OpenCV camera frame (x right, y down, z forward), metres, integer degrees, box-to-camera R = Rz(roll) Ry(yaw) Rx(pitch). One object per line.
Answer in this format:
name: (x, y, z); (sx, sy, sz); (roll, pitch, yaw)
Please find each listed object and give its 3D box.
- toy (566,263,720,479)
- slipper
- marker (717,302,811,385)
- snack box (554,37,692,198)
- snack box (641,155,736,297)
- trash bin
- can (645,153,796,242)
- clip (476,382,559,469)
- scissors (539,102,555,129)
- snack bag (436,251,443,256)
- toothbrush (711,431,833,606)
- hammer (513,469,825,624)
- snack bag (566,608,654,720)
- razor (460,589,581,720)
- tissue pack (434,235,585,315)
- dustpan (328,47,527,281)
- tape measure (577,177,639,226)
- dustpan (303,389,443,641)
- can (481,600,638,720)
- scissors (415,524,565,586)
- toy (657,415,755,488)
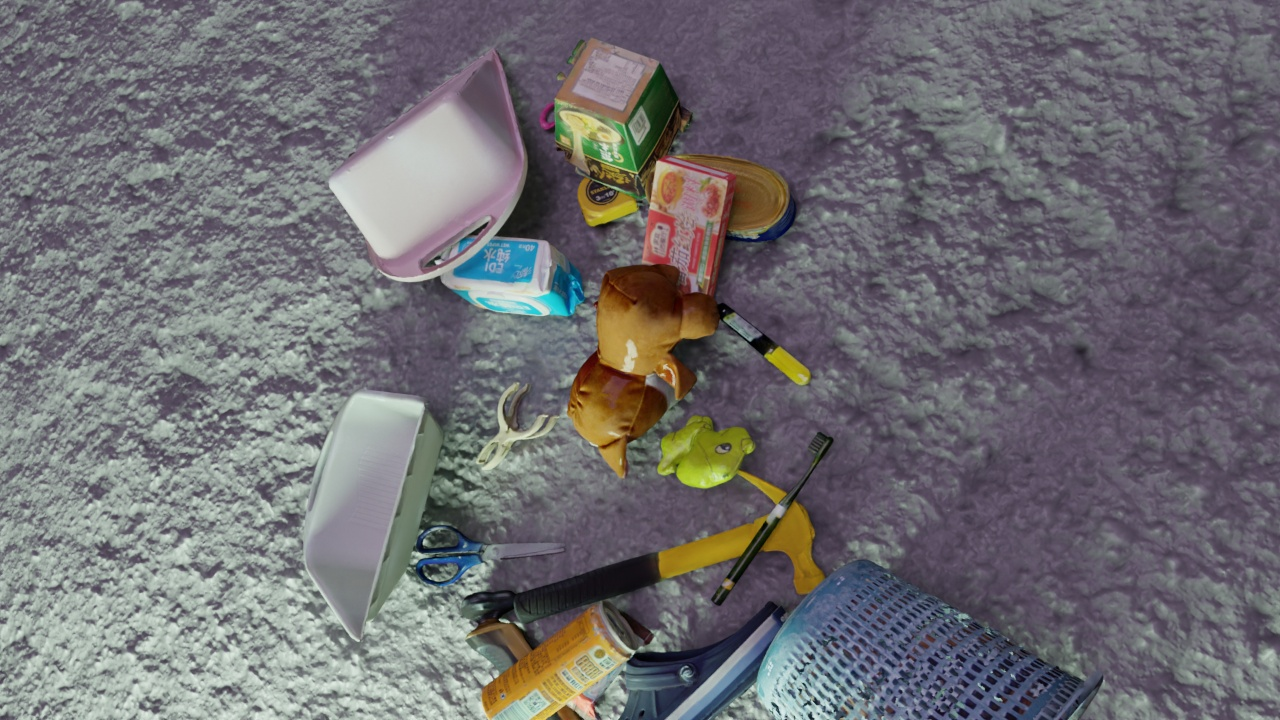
toy: (-0.005, 0.005, 0.882); (0.140, 0.130, 0.200); (49, 120, 53)
slipper: (0.028, 0.298, 0.826); (0.253, 0.105, 0.095); (-43, 71, 8)
marker: (0.118, -0.017, 0.900); (0.124, 0.015, 0.018); (42, 94, 24)
snack box: (-0.024, -0.251, 0.925); (0.117, 0.106, 0.118); (24, 77, 14)
snack box: (0.042, -0.116, 0.895); (0.075, 0.025, 0.153); (21, 122, 19)
trash bin: (0.210, 0.272, 0.726); (0.195, 0.226, 0.226); (38, 94, 34)
can: (0.081, -0.162, 0.919); (0.148, 0.049, 0.074); (12, 84, 21)
clip: (-0.125, 0.075, 0.958); (0.096, 0.035, 0.101); (16, 91, 23)
scissors: (-0.046, -0.280, 1.004); (0.133, 0.017, 0.125); (-31, 70, 8)
snack bag: (-0.242, -0.133, 1.040); (0.105, 0.026, 0.045); (2, 84, 22)
toothbrush: (0.118, 0.144, 0.838); (0.017, 0.012, 0.186); (35, 90, 25)
hammer: (0.019, 0.196, 0.880); (0.301, 0.033, 0.128); (-20, 73, 12)
snack bag: (-0.034, 0.294, 0.883); (0.048, 0.026, 0.104); (32, 73, 17)
razor: (-0.116, 0.298, 0.911); (0.067, 0.062, 0.167); (-35, 74, -23)
tissue pack: (-0.135, -0.085, 0.959); (0.140, 0.090, 0.063); (6, 78, 20)
dustpan: (-0.220, -0.202, 1.000); (0.223, 0.272, 0.139); (-31, 113, 15)
tape measure: (-0.037, -0.172, 0.973); (0.060, 0.029, 0.057); (-21, 70, -1)
dustpan: (-0.292, 0.133, 0.924); (0.142, 0.258, 0.222); (14, 85, -3)
can: (-0.076, 0.287, 0.849); (0.146, 0.058, 0.058); (-38, 71, 6)
scissors: (-0.158, 0.212, 0.958); (0.175, 0.012, 0.105); (17, 85, 20)
toy: (0.060, 0.089, 0.875); (0.097, 0.031, 0.100); (-36, 34, 8)
